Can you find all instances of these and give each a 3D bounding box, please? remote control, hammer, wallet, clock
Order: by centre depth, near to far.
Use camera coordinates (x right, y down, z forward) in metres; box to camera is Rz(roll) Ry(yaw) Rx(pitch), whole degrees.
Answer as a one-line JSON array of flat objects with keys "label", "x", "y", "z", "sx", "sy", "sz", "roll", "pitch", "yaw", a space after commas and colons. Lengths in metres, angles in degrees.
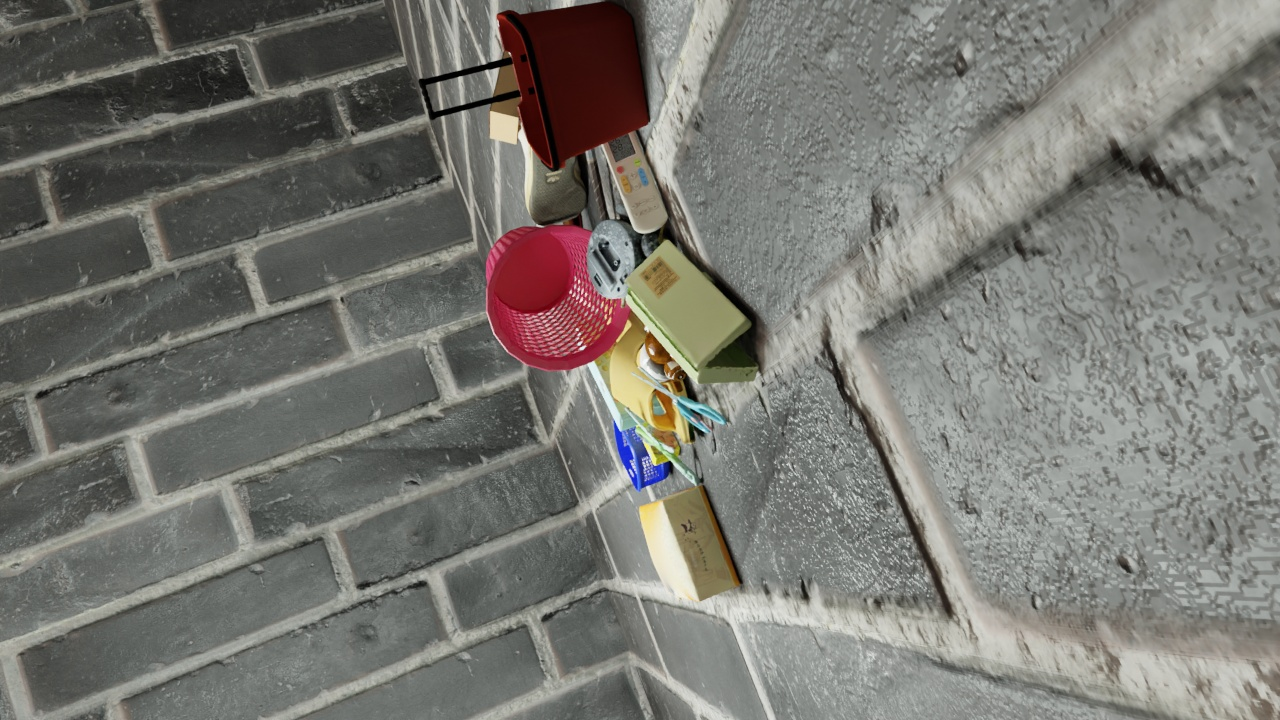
[{"label": "remote control", "x": -0.008, "y": -0.196, "z": 0.974, "sx": 0.018, "sy": 0.038, "sz": 0.125, "roll": 11, "pitch": -122, "yaw": -78}, {"label": "clock", "x": -0.011, "y": -0.124, "z": 1.022, "sx": 0.090, "sy": 0.052, "sz": 0.130, "roll": 58, "pitch": 136, "yaw": 28}, {"label": "hammer", "x": -0.056, "y": -0.228, "z": 1.142, "sx": 0.098, "sy": 0.044, "sz": 0.322, "roll": -122, "pitch": 15, "yaw": -45}, {"label": "wallet", "x": -0.111, "y": -0.214, "z": 1.450, "sx": 0.116, "sy": 0.018, "sz": 0.091, "roll": 83, "pitch": 162, "yaw": -53}]

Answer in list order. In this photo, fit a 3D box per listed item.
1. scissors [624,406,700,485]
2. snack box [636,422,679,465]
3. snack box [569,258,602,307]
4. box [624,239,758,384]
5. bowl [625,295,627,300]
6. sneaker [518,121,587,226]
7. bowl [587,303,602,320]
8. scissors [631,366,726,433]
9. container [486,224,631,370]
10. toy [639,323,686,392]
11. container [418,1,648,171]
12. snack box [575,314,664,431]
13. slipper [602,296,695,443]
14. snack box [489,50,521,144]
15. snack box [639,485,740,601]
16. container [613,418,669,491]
[{"label": "scissors", "x": 0.032, "y": 0.115, "z": 1.211, "sx": 0.168, "sy": 0.023, "sz": 0.171, "roll": 50, "pitch": 173, "yaw": -9}, {"label": "snack box", "x": 0.010, "y": 0.078, "z": 1.328, "sx": 0.029, "sy": 0.040, "sz": 0.148, "roll": 94, "pitch": 153, "yaw": -62}, {"label": "snack box", "x": -0.100, "y": -0.130, "z": 1.481, "sx": 0.082, "sy": 0.026, "sz": 0.150, "roll": 61, "pitch": 170, "yaw": -13}, {"label": "box", "x": 0.045, "y": -0.042, "z": 0.917, "sx": 0.188, "sy": 0.077, "sz": 0.089, "roll": -127, "pitch": 22, "yaw": -51}, {"label": "bowl", "x": -0.002, "y": -0.095, "z": 1.104, "sx": 0.110, "sy": 0.040, "sz": 0.110, "roll": 160, "pitch": 90, "yaw": -78}, {"label": "sneaker", "x": -0.130, "y": -0.280, "z": 1.255, "sx": 0.242, "sy": 0.088, "sz": 0.102, "roll": 99, "pitch": 148, "yaw": -63}, {"label": "bowl", "x": -0.049, "y": -0.012, "z": 1.445, "sx": 0.157, "sy": 0.038, "sz": 0.157, "roll": 160, "pitch": 90, "yaw": -78}, {"label": "scissors", "x": 0.051, "y": 0.049, "z": 1.053, "sx": 0.136, "sy": 0.015, "sz": 0.126, "roll": 37, "pitch": 166, "yaw": -29}, {"label": "container", "x": -0.130, "y": -0.105, "z": 1.238, "sx": 0.226, "sy": 0.183, "sz": 0.183, "roll": -137, "pitch": 30, "yaw": -67}, {"label": "toy", "x": 0.031, "y": -0.009, "z": 1.061, "sx": 0.113, "sy": 0.067, "sz": 0.087, "roll": 76, "pitch": 170, "yaw": -68}, {"label": "container", "x": -0.107, "y": -0.269, "z": 0.909, "sx": 0.127, "sy": 0.200, "sz": 0.148, "roll": -126, "pitch": 20, "yaw": -53}, {"label": "snack box", "x": -0.028, "y": 0.012, "z": 1.303, "sx": 0.053, "sy": 0.075, "sz": 0.174, "roll": 85, "pitch": 161, "yaw": -54}, {"label": "slipper", "x": -0.007, "y": 0.007, "z": 1.205, "sx": 0.100, "sy": 0.078, "sz": 0.263, "roll": 86, "pitch": 160, "yaw": -46}, {"label": "snack box", "x": -0.176, "y": -0.378, "z": 1.269, "sx": 0.088, "sy": 0.040, "sz": 0.125, "roll": 134, "pitch": 148, "yaw": -77}, {"label": "snack box", "x": 0.059, "y": 0.265, "z": 1.312, "sx": 0.195, "sy": 0.080, "sz": 0.145, "roll": 129, "pitch": 121, "yaw": -76}, {"label": "container", "x": 0.004, "y": 0.133, "z": 1.393, "sx": 0.114, "sy": 0.058, "sz": 0.096, "roll": 84, "pitch": 161, "yaw": -49}]
